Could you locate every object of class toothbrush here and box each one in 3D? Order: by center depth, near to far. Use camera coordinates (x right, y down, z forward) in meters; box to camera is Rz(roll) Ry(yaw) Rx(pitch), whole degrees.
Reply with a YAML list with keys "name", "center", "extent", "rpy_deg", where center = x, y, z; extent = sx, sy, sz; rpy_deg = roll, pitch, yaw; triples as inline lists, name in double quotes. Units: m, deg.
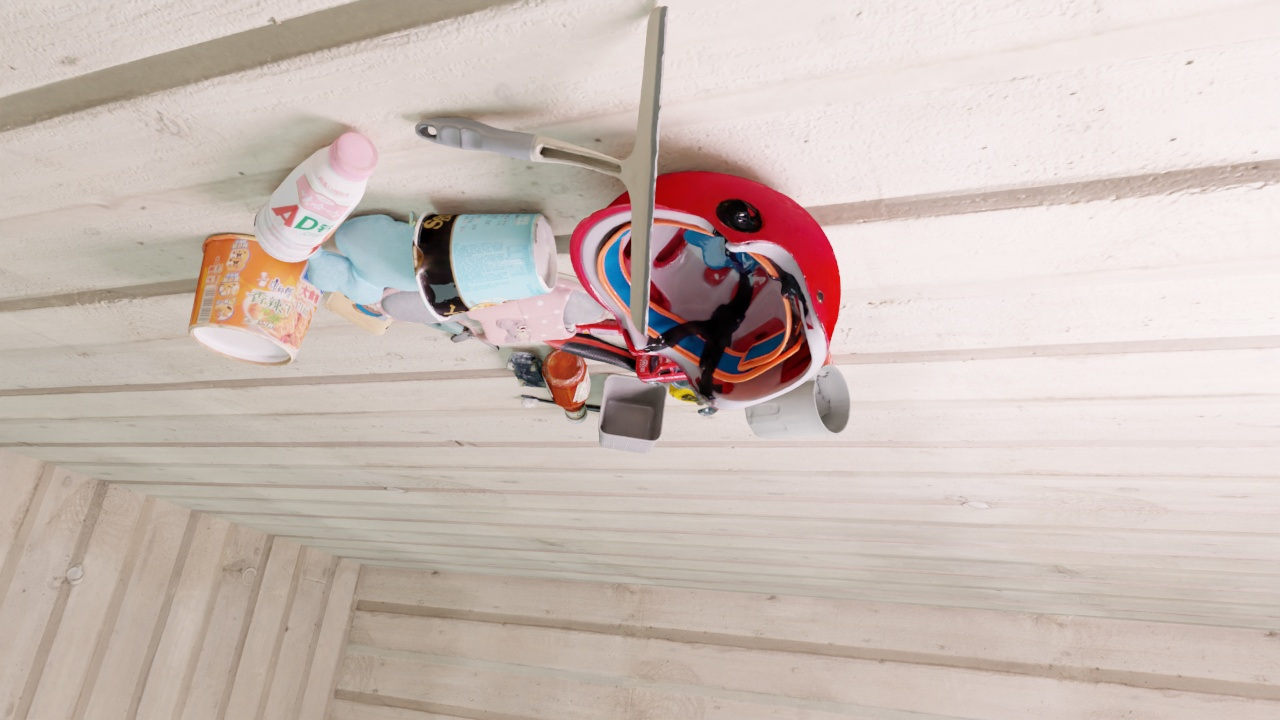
- name: "toothbrush"
  center: [-0.099, 0.075, 1.439]
  extent: [0.181, 0.018, 0.016]
  rpy_deg: [7, 155, 0]

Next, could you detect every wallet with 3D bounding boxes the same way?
- name: "wallet"
  center: [-0.336, -0.077, 1.123]
  extent: [0.087, 0.024, 0.115]
  rpy_deg: [27, 145, -21]

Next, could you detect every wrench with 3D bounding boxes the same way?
- name: "wrench"
  center: [-0.007, 0.007, 1.199]
  extent: [0.273, 0.056, 0.016]
  rpy_deg: [23, 152, -23]

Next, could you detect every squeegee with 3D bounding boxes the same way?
- name: "squeegee"
  center: [-0.082, -0.169, 0.744]
  extent: [0.247, 0.039, 0.247]
  rpy_deg: [18, 120, 28]

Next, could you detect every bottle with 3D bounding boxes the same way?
- name: "bottle"
  center: [-0.309, -0.157, 0.878]
  extent: [0.068, 0.068, 0.197]
  rpy_deg: [22, 151, -31]
- name: "bottle"
  center: [-0.100, 0.044, 1.306]
  extent: [0.060, 0.059, 0.206]
  rpy_deg: [7, 158, 4]

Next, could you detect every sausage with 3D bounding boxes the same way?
- name: "sausage"
  center: [-0.036, -0.040, 1.128]
  extent: [0.156, 0.020, 0.020]
  rpy_deg: [5, 158, 9]

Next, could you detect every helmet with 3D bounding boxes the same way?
- name: "helmet"
  center: [0.070, -0.084, 0.822]
  extent: [0.240, 0.143, 0.208]
  rpy_deg: [36, 144, -3]

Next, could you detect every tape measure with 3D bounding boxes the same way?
- name: "tape measure"
  center: [0.073, 0.044, 1.281]
  extent: [0.057, 0.028, 0.060]
  rpy_deg: [18, 156, -25]

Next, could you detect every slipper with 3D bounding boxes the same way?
- name: "slipper"
  center: [-0.173, -0.057, 1.064]
  extent: [0.274, 0.054, 0.114]
  rpy_deg: [2, 154, 1]

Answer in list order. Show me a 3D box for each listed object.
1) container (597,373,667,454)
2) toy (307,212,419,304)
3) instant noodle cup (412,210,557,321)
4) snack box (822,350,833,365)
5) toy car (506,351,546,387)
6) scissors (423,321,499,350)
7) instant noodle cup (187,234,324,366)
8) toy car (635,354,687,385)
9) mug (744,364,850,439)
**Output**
- name: "container"
  center: [-0.015, 0.083, 1.334]
  extent: [0.090, 0.090, 0.114]
  rpy_deg: [10, 161, -2]
- name: "toy"
  center: [-0.287, -0.110, 0.991]
  extent: [0.161, 0.049, 0.157]
  rpy_deg: [25, 137, -11]
- name: "instant noodle cup"
  center: [-0.149, -0.100, 0.916]
  extent: [0.120, 0.111, 0.111]
  rpy_deg: [-5, 156, 12]
- name: "snack box"
  center: [0.166, 0.011, 1.168]
  extent: [0.156, 0.027, 0.077]
  rpy_deg: [1, 157, 18]
- name: "toy car"
  center: [-0.155, 0.012, 1.278]
  extent: [0.043, 0.034, 0.091]
  rpy_deg: [5, 156, 14]
- name: "scissors"
  center: [-0.215, -0.052, 1.165]
  extent: [0.174, 0.019, 0.170]
  rpy_deg: [-10, 153, 41]
- name: "instant noodle cup"
  center: [-0.460, -0.066, 1.093]
  extent: [0.151, 0.111, 0.151]
  rpy_deg: [7, 158, 3]
- name: "toy car"
  center: [0.046, -0.001, 1.151]
  extent: [0.121, 0.052, 0.045]
  rpy_deg: [-9, 151, 32]
- name: "mug"
  center: [0.179, 0.038, 1.105]
  extent: [0.104, 0.083, 0.124]
  rpy_deg: [-11, 124, 42]
